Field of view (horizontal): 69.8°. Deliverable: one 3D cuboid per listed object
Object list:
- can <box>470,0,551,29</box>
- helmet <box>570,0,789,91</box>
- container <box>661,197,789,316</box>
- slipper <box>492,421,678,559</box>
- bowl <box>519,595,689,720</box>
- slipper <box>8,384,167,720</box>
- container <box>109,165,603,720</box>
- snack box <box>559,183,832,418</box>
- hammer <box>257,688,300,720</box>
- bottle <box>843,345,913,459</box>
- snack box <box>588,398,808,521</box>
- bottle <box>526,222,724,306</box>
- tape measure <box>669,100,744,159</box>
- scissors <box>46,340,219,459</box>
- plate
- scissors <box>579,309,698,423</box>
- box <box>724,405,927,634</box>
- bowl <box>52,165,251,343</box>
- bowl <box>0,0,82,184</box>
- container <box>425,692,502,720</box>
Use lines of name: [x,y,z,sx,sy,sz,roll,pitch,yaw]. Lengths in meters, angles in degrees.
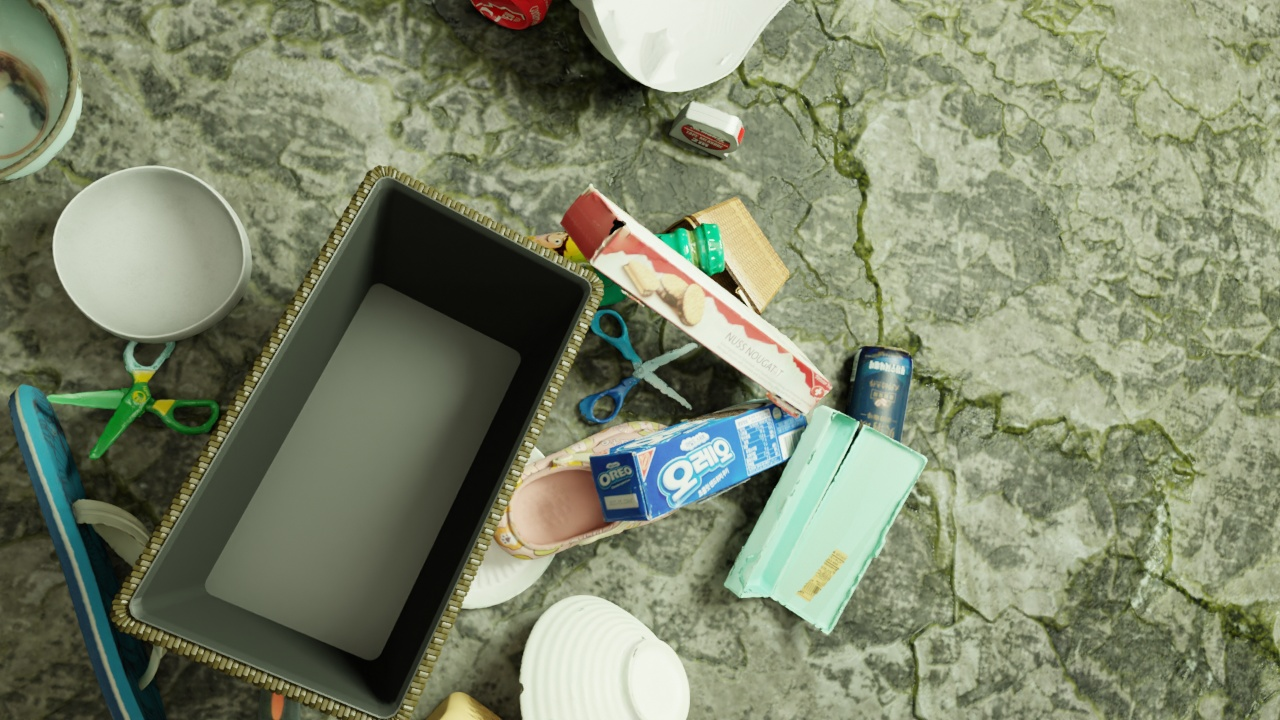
can: [-0.096,-0.367,0.801,0.074,0.074,0.142,24,81,-13]
helmet: [0.039,-0.359,0.768,0.224,0.184,0.281,49,59,-43]
container: [0.082,-0.093,0.845,0.061,0.063,0.114,-38,97,-21]
slipper: [-0.032,0.109,0.783,0.197,0.082,0.093,-15,90,-25]
bowl: [-0.010,0.270,0.743,0.177,0.071,0.177,33,43,-37]
slipper: [-0.389,0.151,0.681,0.060,0.118,0.295,-20,85,-27]
container: [-0.189,0.067,0.659,0.176,0.205,0.320,27,69,-10]
snack box: [0.051,-0.039,0.737,0.044,0.076,0.272,-48,130,11]
hammer: [-0.290,0.252,0.742,0.133,0.033,0.333,3,88,-16]
bottle: [0.221,0.066,0.875,0.056,0.056,0.160,13,85,-14]
snack box: [0.059,0.078,0.779,0.225,0.060,0.059,-16,94,-45]
bottle: [-0.035,-0.080,0.780,0.210,0.068,0.068,-9,89,1]
tape measure: [0.063,-0.213,0.844,0.060,0.062,0.020,22,82,-10]
scissors: [-0.386,0.022,0.702,0.127,0.012,0.121,6,60,-54]
plate: [-0.144,0.134,0.794,0.157,0.014,0.157,1,87,-16]
scissors: [-0.007,0.014,0.840,0.127,0.014,0.129,36,75,-15]
box: [0.164,0.144,0.819,0.110,0.078,0.187,31,96,16]
bowl: [-0.374,-0.079,0.715,0.131,0.064,0.131,1,85,-16]
bowl: [-0.489,-0.198,0.675,0.159,0.094,0.160,1,87,-15]
container: [-0.146,0.384,0.723,0.167,0.129,0.183,46,77,1]
